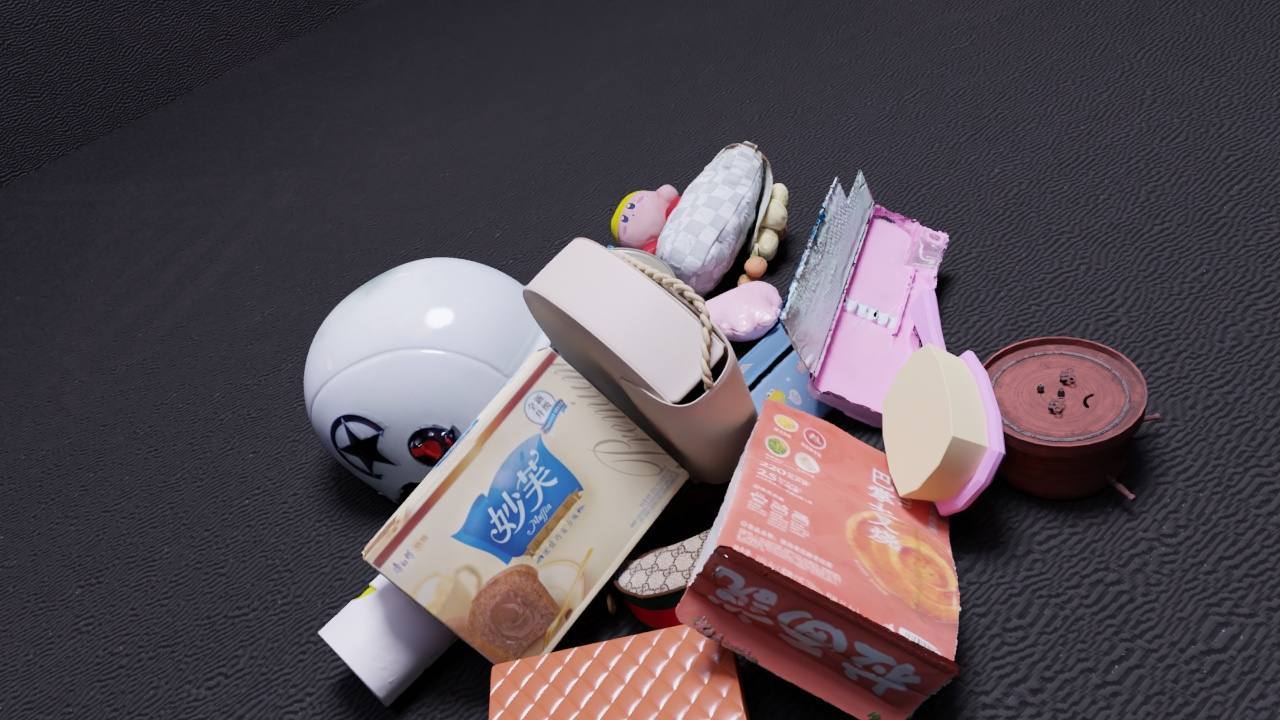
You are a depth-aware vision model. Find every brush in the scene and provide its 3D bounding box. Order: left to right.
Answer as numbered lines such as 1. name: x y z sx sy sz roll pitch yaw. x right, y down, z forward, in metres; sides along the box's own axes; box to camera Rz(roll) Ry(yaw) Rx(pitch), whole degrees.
1. brush: 0.228 0.016 0.726 0.043 0.089 0.228 17 41 -10

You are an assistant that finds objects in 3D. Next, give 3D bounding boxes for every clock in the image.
1. clock: 0.307 0.044 0.713 0.158 0.072 0.120 12 48 34

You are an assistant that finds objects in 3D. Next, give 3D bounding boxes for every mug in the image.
1. mug: -0.188 0.208 0.733 0.083 0.083 0.106 22 56 41

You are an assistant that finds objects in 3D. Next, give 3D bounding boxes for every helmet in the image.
1. helmet: -0.219 -0.007 0.891 0.265 0.163 0.236 -30 33 32

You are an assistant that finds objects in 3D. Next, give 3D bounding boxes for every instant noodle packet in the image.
1. instant noodle packet: 0.139 0.116 0.643 0.164 0.084 0.220 26 38 4

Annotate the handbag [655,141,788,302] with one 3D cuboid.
1. handbag: 0.091 -0.134 1.000 0.123 0.113 0.171 31 67 6

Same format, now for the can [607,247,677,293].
1. can: -0.024 -0.046 0.942 0.128 0.073 0.127 -3 49 3

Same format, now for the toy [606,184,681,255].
1. toy: 0.003 -0.158 1.113 0.131 0.096 0.124 34 102 38

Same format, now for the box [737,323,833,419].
1. box: 0.154 -0.006 0.864 0.209 0.049 0.120 -41 43 -24

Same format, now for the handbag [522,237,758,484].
1. handbag: -0.004 0.004 0.749 0.103 0.211 0.208 -46 58 -10

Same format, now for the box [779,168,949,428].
1. box: 0.195 -0.066 0.836 0.066 0.159 0.229 -29 29 52

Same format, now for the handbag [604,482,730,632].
1. handbag: 0.047 0.149 0.727 0.166 0.063 0.138 -27 21 -2

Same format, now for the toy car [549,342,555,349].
1. toy car: -0.093 -0.052 1.017 0.048 0.033 0.105 2 42 22

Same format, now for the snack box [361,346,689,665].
1. snack box: -0.085 0.116 0.703 0.207 0.153 0.055 -50 12 -14

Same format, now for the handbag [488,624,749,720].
1. handbag: -0.013 0.250 0.617 0.172 0.060 0.108 -13 33 5

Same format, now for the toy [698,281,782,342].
1. toy: 0.105 -0.047 0.931 0.102 0.050 0.093 -24 26 -10

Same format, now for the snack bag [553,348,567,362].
1. snack bag: -0.074 -0.028 1.019 0.070 0.016 0.196 -30 39 -18
